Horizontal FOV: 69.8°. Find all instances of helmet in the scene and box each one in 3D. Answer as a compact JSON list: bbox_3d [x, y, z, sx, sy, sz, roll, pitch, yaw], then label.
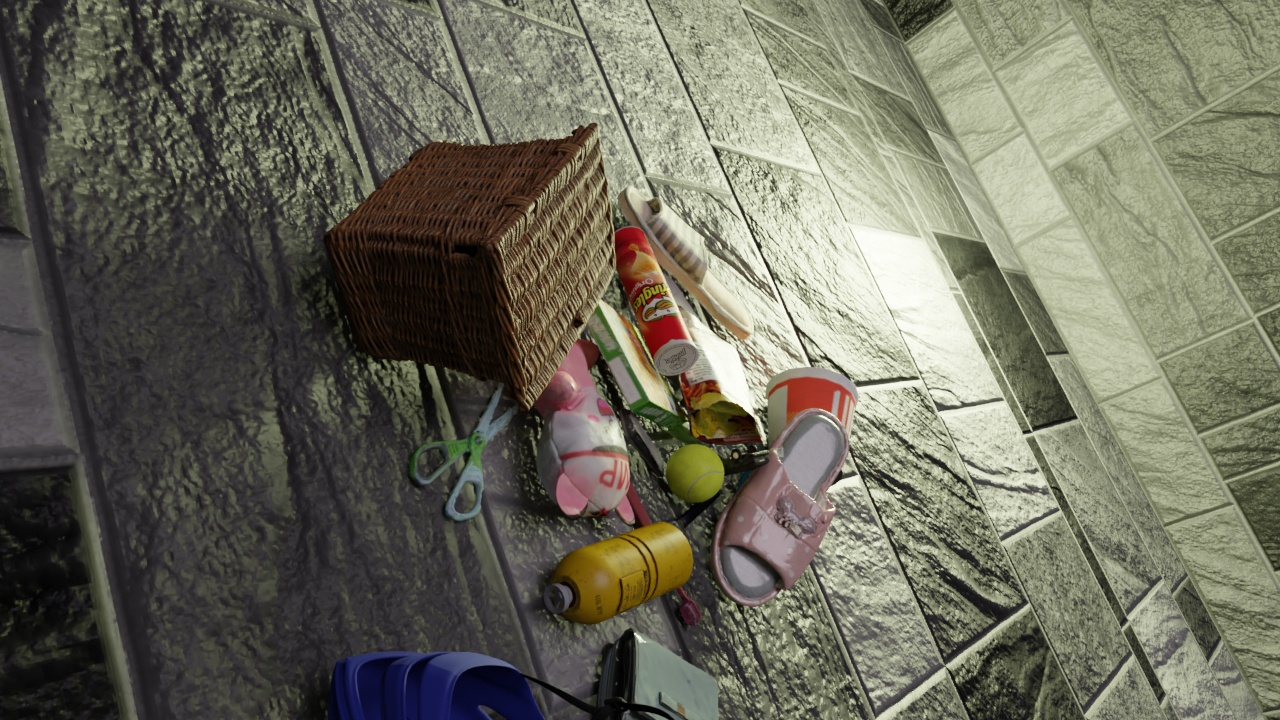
[{"bbox_3d":[-0.084,0.270,0.609,0.241,0.228,0.147,54,26,-6],"label":"helmet"}]

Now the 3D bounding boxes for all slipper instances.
[{"bbox_3d":[0.071,-0.134,1.239,0.272,0.054,0.114,45,19,-24],"label":"slipper"},{"bbox_3d":[0.171,0.162,1.068,0.114,0.055,0.273,37,60,-4],"label":"slipper"}]

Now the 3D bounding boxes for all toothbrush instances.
[{"bbox_3d":[0.013,0.189,0.956,0.190,0.016,0.016,62,20,4],"label":"toothbrush"}]

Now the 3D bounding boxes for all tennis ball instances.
[{"bbox_3d":[0.061,0.127,1.029,0.065,0.065,0.065,30,44,-33],"label":"tennis ball"}]

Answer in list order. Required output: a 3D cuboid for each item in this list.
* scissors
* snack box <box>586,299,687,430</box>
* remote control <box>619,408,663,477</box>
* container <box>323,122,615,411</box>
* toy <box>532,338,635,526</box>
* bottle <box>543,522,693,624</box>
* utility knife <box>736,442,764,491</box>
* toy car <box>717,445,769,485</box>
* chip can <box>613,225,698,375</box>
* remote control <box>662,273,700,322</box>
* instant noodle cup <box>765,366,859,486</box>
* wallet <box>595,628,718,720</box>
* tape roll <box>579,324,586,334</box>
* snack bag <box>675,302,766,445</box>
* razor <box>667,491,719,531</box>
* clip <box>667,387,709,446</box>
[{"bbox_3d":[-0.159,0.069,0.857,0.093,0.032,0.174,41,34,-18],"label":"scissors"},{"bbox_3d":[-0.006,0.006,1.006,0.132,0.027,0.168,62,9,17],"label":"snack box"},{"bbox_3d":[0.003,0.089,0.979,0.136,0.013,0.033,60,14,-61],"label":"remote control"},{"bbox_3d":[-0.147,-0.099,0.831,0.249,0.183,0.162,-63,153,-51],"label":"container"},{"bbox_3d":[-0.066,0.062,0.904,0.142,0.084,0.213,44,25,-65],"label":"toy"},{"bbox_3d":[-0.024,0.203,0.864,0.163,0.071,0.071,-6,69,-52],"label":"bottle"},{"bbox_3d":[0.132,0.155,1.137,0.031,0.015,0.185,51,34,-17],"label":"utility knife"},{"bbox_3d":[0.105,0.123,1.063,0.040,0.092,0.037,-5,78,-51],"label":"toy car"},{"bbox_3d":[0.011,-0.076,1.092,0.051,0.052,0.214,23,33,-38],"label":"chip can"},{"bbox_3d":[0.052,-0.042,1.187,0.151,0.019,0.074,56,35,-3],"label":"remote control"},{"bbox_3d":[0.222,0.094,1.209,0.123,0.124,0.120,35,49,-28],"label":"instant noodle cup"},{"bbox_3d":[0.020,0.320,0.851,0.131,0.054,0.100,40,39,-31],"label":"wallet"},{"bbox_3d":[-0.100,-0.063,1.023,0.093,0.018,0.093,30,43,-34],"label":"tape roll"},{"bbox_3d":[0.086,0.008,1.108,0.139,0.067,0.207,26,33,-29],"label":"snack bag"},{"bbox_3d":[0.054,0.173,1.023,0.144,0.022,0.043,-27,87,-55],"label":"razor"},{"bbox_3d":[0.083,0.052,1.145,0.163,0.028,0.115,8,59,-48],"label":"clip"}]
